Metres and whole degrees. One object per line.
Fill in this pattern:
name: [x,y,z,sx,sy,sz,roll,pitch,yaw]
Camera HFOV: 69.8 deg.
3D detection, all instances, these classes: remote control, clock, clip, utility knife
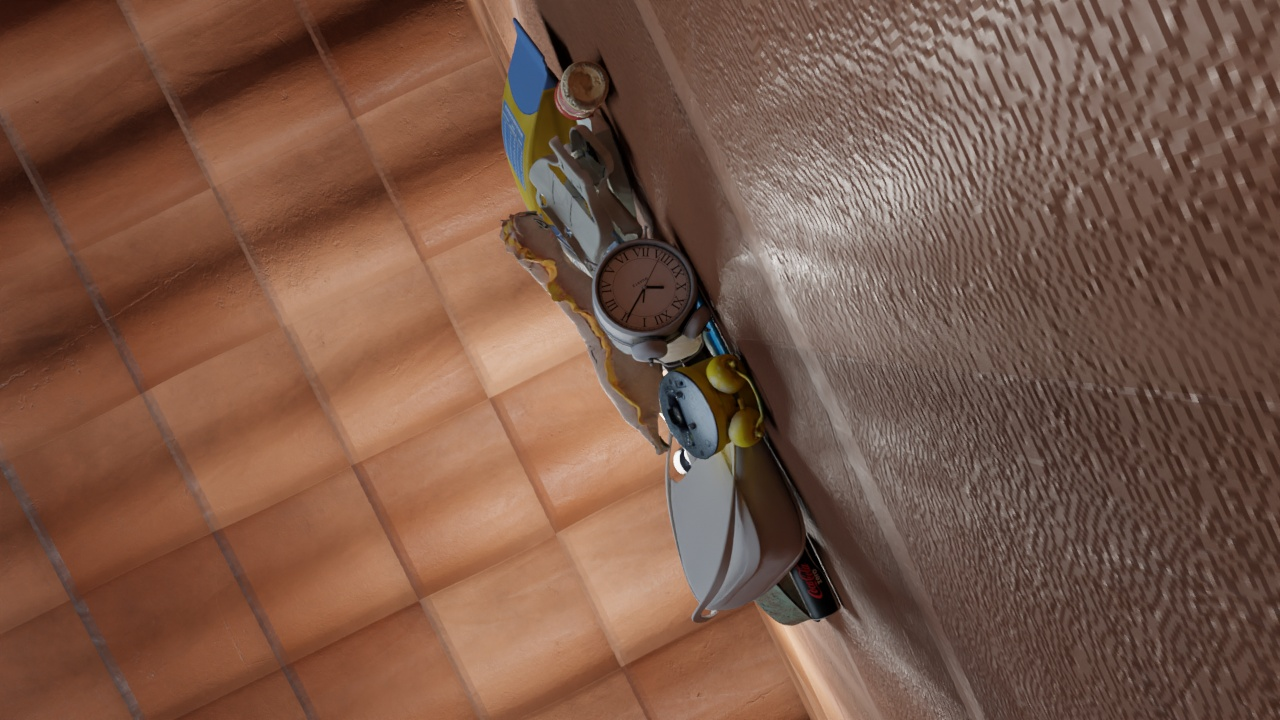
remote control: [-0.028,-0.191,0.939,0.049,0.024,0.143,56,172,45]
clock: [0.010,-0.050,0.801,0.122,0.094,0.035,58,173,15]
clock: [0.065,0.038,0.792,0.119,0.057,0.083,-13,99,62]
clip: [-0.048,-0.170,0.901,0.126,0.096,0.153,50,149,18]
utility knife: [0.061,-0.030,0.832,0.031,0.015,0.178,112,134,-72]

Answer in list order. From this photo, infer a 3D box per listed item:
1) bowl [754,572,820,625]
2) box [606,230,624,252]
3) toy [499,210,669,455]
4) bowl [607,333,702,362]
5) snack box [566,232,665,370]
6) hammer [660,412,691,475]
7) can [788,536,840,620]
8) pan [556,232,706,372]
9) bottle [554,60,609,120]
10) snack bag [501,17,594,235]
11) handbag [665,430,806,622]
bowl: [0.153,0.267,1.123,0.157,0.038,0.157,47,-175,-6]
box: [-0.042,-0.176,1.200,0.199,0.066,0.083,61,159,24]
toy: [-0.051,-0.038,0.953,0.264,0.065,0.195,49,-163,-32]
bowl: [0.001,-0.045,0.898,0.118,0.062,0.118,43,149,33]
snack box: [-0.030,-0.082,1.253,0.207,0.057,0.104,58,163,20]
hammer: [-0.007,0.007,1.134,0.322,0.040,0.129,53,162,0]
can: [0.164,0.210,0.896,0.080,0.031,0.031,64,178,3]
pan: [-0.032,-0.094,1.089,0.356,0.055,0.187,52,173,29]
bottle: [-0.051,-0.234,0.797,0.044,0.044,0.109,65,178,-13]
snack bag: [-0.106,-0.271,1.052,0.159,0.102,0.205,-118,13,-51]
handbag: [0.065,0.130,0.917,0.216,0.095,0.222,115,141,-50]
